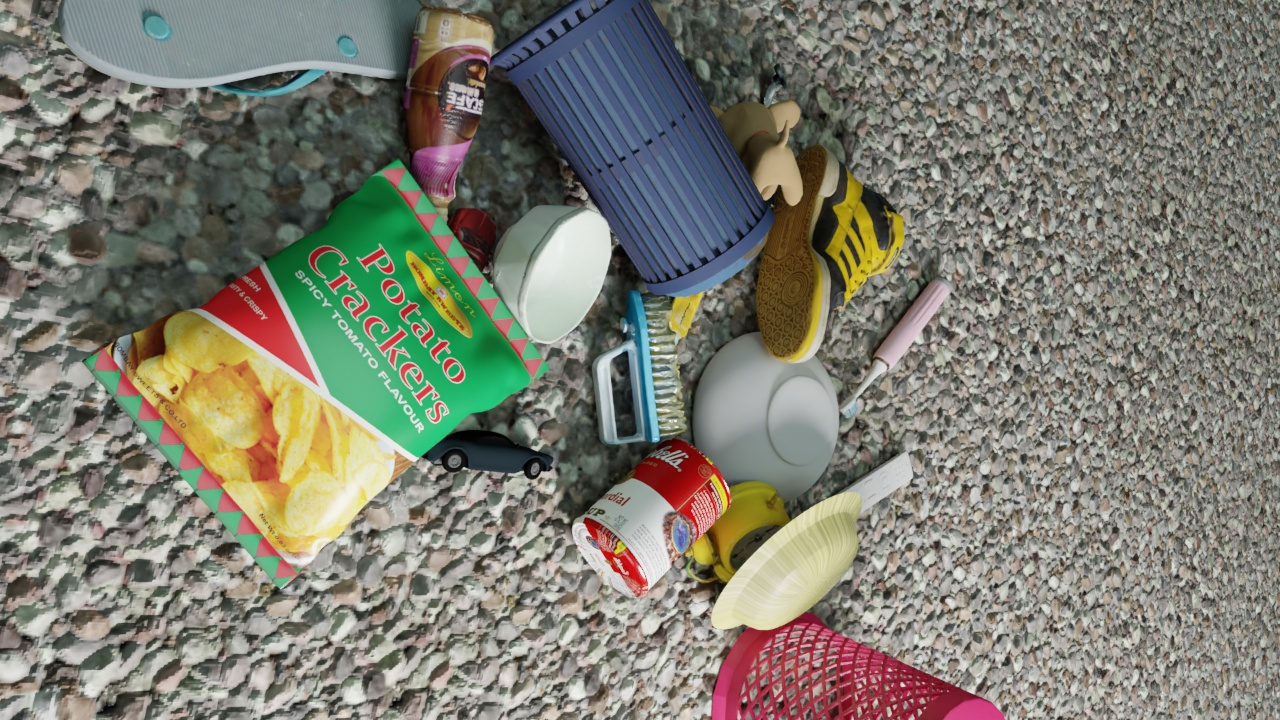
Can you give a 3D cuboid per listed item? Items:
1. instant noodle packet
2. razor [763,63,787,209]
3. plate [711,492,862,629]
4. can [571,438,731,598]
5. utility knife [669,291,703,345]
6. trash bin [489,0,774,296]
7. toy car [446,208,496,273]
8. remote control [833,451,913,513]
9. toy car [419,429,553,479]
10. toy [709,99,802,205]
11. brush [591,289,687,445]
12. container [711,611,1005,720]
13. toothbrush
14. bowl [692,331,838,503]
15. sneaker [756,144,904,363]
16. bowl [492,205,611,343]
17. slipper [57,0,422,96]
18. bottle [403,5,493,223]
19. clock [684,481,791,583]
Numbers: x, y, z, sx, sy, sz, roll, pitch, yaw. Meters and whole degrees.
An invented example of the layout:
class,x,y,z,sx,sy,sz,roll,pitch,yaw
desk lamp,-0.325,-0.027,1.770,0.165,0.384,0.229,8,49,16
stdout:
class,x,y,z,sx,sy,sz,roll,pitch,yaw
instant noodle packet,-0.213,0.003,0.655,0.252,0.090,0.195,-41,105,-24
razor,0.132,-0.226,0.938,0.042,0.022,0.144,5,90,-74
plate,0.150,0.203,0.859,0.184,0.036,0.185,-28,146,-21
can,0.010,0.137,0.805,0.116,0.087,0.086,-40,110,-28
utility knife,0.050,-0.068,0.884,0.030,0.018,0.191,29,76,-20
trash bin,0.003,-0.182,0.770,0.139,0.139,0.249,-45,113,-26
toy car,-0.145,-0.080,0.740,0.042,0.036,0.091,26,69,-30
remote control,0.255,0.141,1.015,0.130,0.012,0.033,-24,105,-32
toy car,-0.125,0.074,0.742,0.112,0.046,0.034,10,88,-31
toy,0.110,-0.197,0.870,0.134,0.108,0.106,-7,130,-18
brush,-0.005,0.005,0.821,0.075,0.055,0.136,-6,92,-15
container,0.208,0.345,0.849,0.182,0.226,0.183,1,88,-34
toothbrush,0.286,-0.016,1.032,0.222,0.027,0.026,-47,111,-25
bowl,0.139,0.058,0.906,0.176,0.066,0.176,1,88,-34
sneaker,0.194,-0.091,0.924,0.122,0.086,0.238,24,66,-29
bowl,-0.081,-0.078,0.753,0.117,0.061,0.118,-46,151,-35
slipper,-0.272,-0.240,0.656,0.268,0.055,0.098,-19,97,-44
bottle,-0.155,-0.182,0.709,0.059,0.060,0.166,4,103,-34
clock,0.094,0.168,0.870,0.119,0.057,0.083,-39,129,9
